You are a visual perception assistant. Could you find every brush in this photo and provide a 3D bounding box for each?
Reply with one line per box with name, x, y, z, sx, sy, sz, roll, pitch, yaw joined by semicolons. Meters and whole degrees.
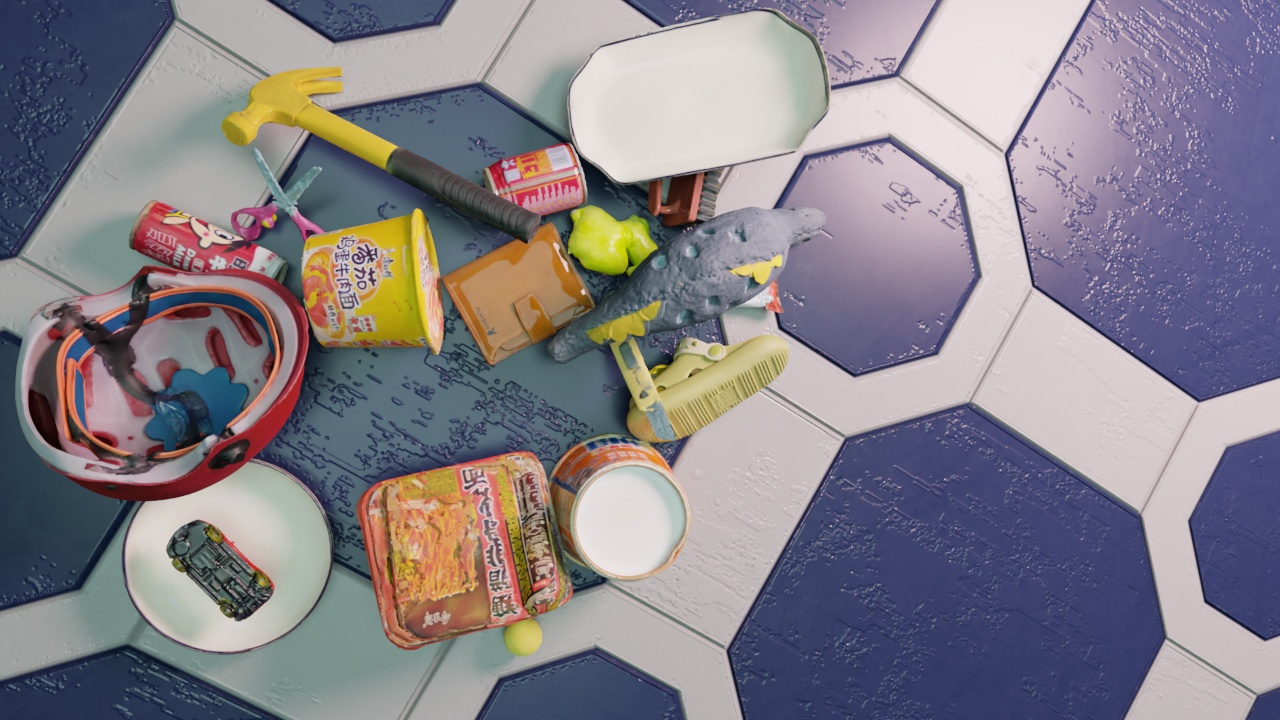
brush;0.052;-0.217;0.979;0.069;0.063;0.145;13;87;-25

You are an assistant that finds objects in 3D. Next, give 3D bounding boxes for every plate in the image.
plate;0.058;-0.264;0.939;0.266;0.034;0.162;-11;80;6
plate;-0.401;0.189;0.904;0.192;0.039;0.192;0;91;-12

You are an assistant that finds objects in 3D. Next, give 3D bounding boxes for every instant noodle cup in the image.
instant noodle cup;-0.257;-0.071;0.886;0.110;0.138;0.138;-7;93;-4
instant noodle cup;-0.020;0.155;0.947;0.151;0.111;0.151;0;91;-12
instant noodle cup;-0.176;0.188;0.914;0.188;0.079;0.164;-10;76;-18

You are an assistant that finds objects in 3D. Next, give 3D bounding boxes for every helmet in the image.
helmet;-0.419;0.029;0.841;0.239;0.144;0.207;-23;67;-23

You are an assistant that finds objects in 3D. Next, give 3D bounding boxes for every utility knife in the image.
utility knife;-0.006;0.006;0.951;0.031;0.020;0.190;-30;66;11

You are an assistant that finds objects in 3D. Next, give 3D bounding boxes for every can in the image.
can;-0.415;-0.102;0.887;0.132;0.053;0.053;25;86;-11
can;-0.109;-0.181;0.944;0.093;0.066;0.066;-18;95;-11

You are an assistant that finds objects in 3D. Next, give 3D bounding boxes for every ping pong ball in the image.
ping pong ball;-0.123;0.290;0.964;0.040;0.040;0.040;0;91;-12

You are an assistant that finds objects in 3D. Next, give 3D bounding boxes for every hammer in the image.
hammer;-0.235;-0.193;0.883;0.301;0.033;0.128;27;53;0

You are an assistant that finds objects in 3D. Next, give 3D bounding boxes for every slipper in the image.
slipper;0.066;0.018;0.986;0.190;0.092;0.081;-28;57;-1

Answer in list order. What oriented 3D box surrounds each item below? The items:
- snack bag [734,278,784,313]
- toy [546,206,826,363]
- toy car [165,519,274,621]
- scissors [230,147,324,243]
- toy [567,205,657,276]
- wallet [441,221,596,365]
snack bag;0.108;-0.073;1.012;0.104;0.026;0.048;-4;72;-11
toy;0.070;-0.092;0.937;0.355;0.138;0.091;-29;93;-21
toy car;-0.397;0.196;0.867;0.049;0.031;0.106;-44;101;-8
scissors;-0.340;-0.145;0.889;0.134;0.017;0.130;-30;124;32
toy;-0.029;-0.123;0.974;0.100;0.031;0.096;-24;91;-27
wallet;-0.123;-0.064;0.963;0.130;0.035;0.119;-29;90;-11
